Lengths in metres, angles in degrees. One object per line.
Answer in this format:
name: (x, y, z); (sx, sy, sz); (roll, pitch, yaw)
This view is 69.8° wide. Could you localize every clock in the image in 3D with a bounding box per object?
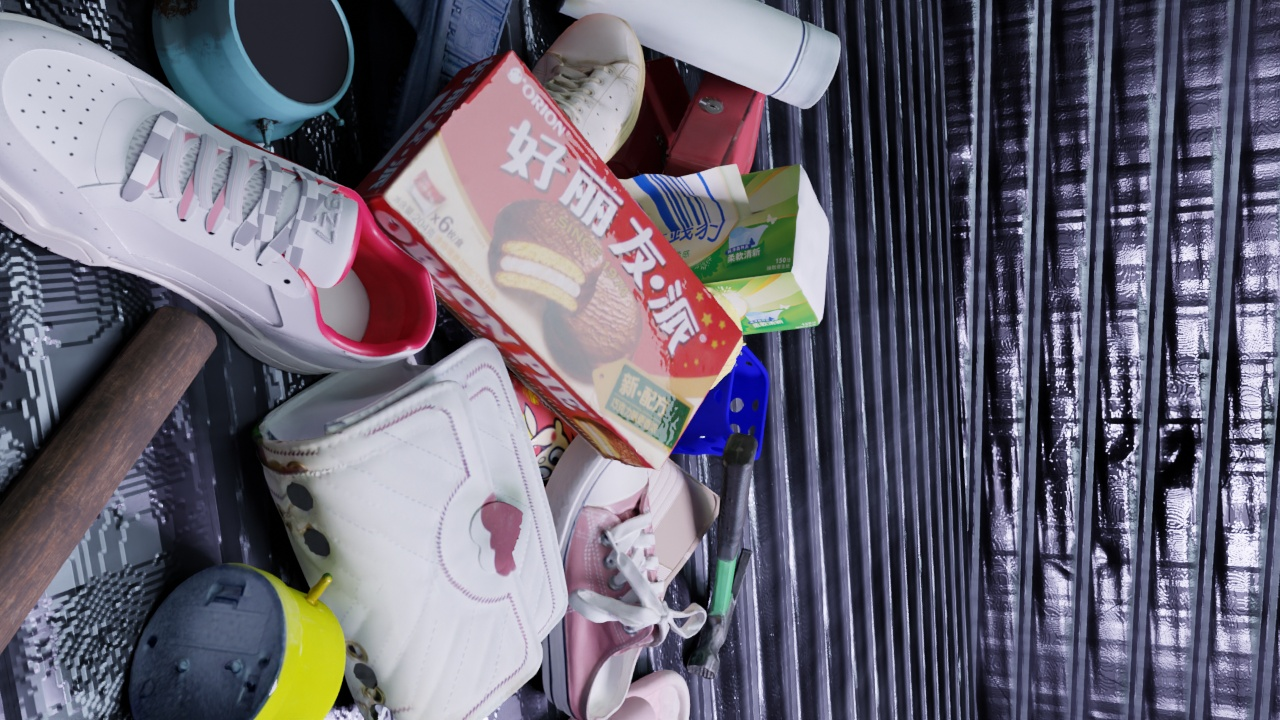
clock: (-0.190, -0.168, 0.444); (0.089, 0.053, 0.124); (-49, 127, -52)
clock: (-0.183, 0.150, 0.412); (0.057, 0.083, 0.118); (53, 41, -57)

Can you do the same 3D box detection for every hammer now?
hammer: (0.080, 0.171, 0.837); (0.319, 0.032, 0.129); (89, 22, -50)
hammer: (-0.264, 0.073, 0.313); (0.218, 0.037, 0.299); (59, 39, -42)

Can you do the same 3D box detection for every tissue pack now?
tissue pack: (0.031, -0.094, 0.701); (0.141, 0.198, 0.120); (49, 37, -49)

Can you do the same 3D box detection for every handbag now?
handbag: (-0.012, 0.179, 0.768); (0.175, 0.062, 0.197); (43, 60, -56)
handbag: (-0.121, 0.098, 0.515); (0.141, 0.096, 0.199); (-45, 129, -52)

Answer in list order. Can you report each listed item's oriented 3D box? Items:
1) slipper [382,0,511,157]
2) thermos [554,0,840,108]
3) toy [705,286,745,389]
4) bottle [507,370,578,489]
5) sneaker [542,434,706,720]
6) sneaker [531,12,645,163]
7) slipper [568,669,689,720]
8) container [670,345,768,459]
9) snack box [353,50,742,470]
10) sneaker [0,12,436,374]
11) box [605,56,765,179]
slipper: (-0.128, -0.225, 0.546); (0.101, 0.082, 0.264); (-29, 134, -73)
thermos: (0.049, -0.273, 0.742); (0.230, 0.068, 0.067); (16, 70, -18)
toy: (-0.004, 0.004, 0.687); (0.155, 0.170, 0.064); (90, -14, -52)
bottle: (-0.074, 0.058, 0.641); (0.137, 0.062, 0.061); (41, 53, -53)
sneaker: (-0.016, 0.160, 0.645); (0.118, 0.088, 0.241); (-19, 119, -47)
sneaker: (-0.065, -0.153, 0.619); (0.102, 0.089, 0.241); (66, 37, -66)
slipper: (-0.009, 0.324, 0.755); (0.221, 0.056, 0.107); (-6, 96, -63)
container: (0.042, 0.035, 0.801); (0.085, 0.114, 0.084); (43, 52, -53)
snack box: (-0.045, -0.049, 0.541); (0.236, 0.060, 0.113); (48, 64, -30)
sneaker: (-0.177, -0.067, 0.407); (0.236, 0.104, 0.090); (48, 48, -50)
box: (0.054, -0.182, 0.830); (0.137, 0.127, 0.157); (64, 36, -46)
